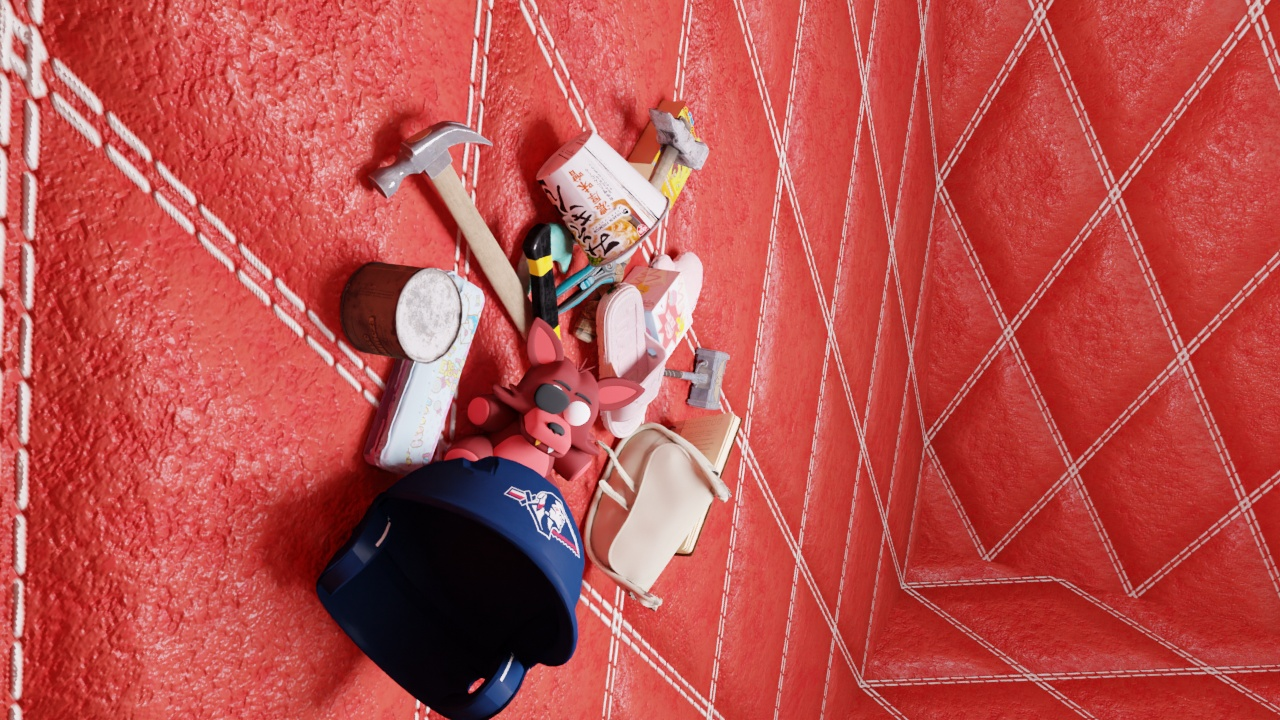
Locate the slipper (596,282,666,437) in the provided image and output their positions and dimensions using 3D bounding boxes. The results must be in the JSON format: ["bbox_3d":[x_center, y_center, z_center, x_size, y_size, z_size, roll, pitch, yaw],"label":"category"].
[{"bbox_3d":[-0.007,0.007,1.233,0.094,0.064,0.240,-39,139,-37],"label":"slipper"}]

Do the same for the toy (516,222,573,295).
[{"bbox_3d":[-0.115,-0.123,1.095,0.105,0.033,0.085,-44,150,-44],"label":"toy"}]

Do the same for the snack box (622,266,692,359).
[{"bbox_3d":[0.014,-0.066,1.294,0.094,0.080,0.093,-53,142,-38],"label":"snack box"}]

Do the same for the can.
[{"bbox_3d":[-0.226,-0.046,0.870,0.089,0.075,0.090,-24,118,-57],"label":"can"}]

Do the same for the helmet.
[{"bbox_3d":[-0.154,0.198,0.887,0.232,0.273,0.222,52,56,-14],"label":"helmet"}]

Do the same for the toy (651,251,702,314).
[{"bbox_3d":[0.050,-0.116,1.380,0.105,0.053,0.108,14,88,-47],"label":"toy"}]

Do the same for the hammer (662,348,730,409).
[{"bbox_3d":[0.050,0.020,1.429,0.321,0.044,0.098,10,91,-61],"label":"hammer"}]

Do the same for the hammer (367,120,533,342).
[{"bbox_3d":[-0.164,-0.116,0.982,0.119,0.031,0.331,-44,143,-15],"label":"hammer"}]

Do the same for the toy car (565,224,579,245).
[{"bbox_3d":[-0.058,-0.192,1.171,0.105,0.033,0.048,-58,147,-32],"label":"toy car"}]

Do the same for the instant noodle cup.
[{"bbox_3d":[-0.051,-0.196,1.079,0.122,0.124,0.123,48,53,-24],"label":"instant noodle cup"}]

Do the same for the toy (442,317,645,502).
[{"bbox_3d":[-0.110,0.073,1.027,0.197,0.158,0.120,-53,-163,9],"label":"toy"}]

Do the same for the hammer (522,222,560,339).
[{"bbox_3d":[-0.107,-0.016,1.103,0.169,0.034,0.325,-49,147,-45],"label":"hammer"}]

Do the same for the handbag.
[{"bbox_3d":[0.006,0.205,1.286,0.229,0.184,0.132,-56,141,-9],"label":"handbag"}]

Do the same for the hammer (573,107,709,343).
[{"bbox_3d":[-0.010,-0.172,1.200,0.121,0.049,0.318,25,90,-61],"label":"hammer"}]

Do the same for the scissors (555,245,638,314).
[{"bbox_3d":[-0.063,-0.111,1.146,0.138,0.019,0.136,14,101,-35],"label":"scissors"}]

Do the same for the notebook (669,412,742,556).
[{"bbox_3d":[0.062,0.187,1.396,0.024,0.168,0.225,34,66,-25],"label":"notebook"}]

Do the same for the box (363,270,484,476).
[{"bbox_3d":[-0.219,0.013,0.945,0.076,0.033,0.214,36,68,-59],"label":"box"}]

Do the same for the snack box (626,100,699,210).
[{"bbox_3d":[0.036,-0.290,1.298,0.125,0.040,0.088,-64,148,-27],"label":"snack box"}]
